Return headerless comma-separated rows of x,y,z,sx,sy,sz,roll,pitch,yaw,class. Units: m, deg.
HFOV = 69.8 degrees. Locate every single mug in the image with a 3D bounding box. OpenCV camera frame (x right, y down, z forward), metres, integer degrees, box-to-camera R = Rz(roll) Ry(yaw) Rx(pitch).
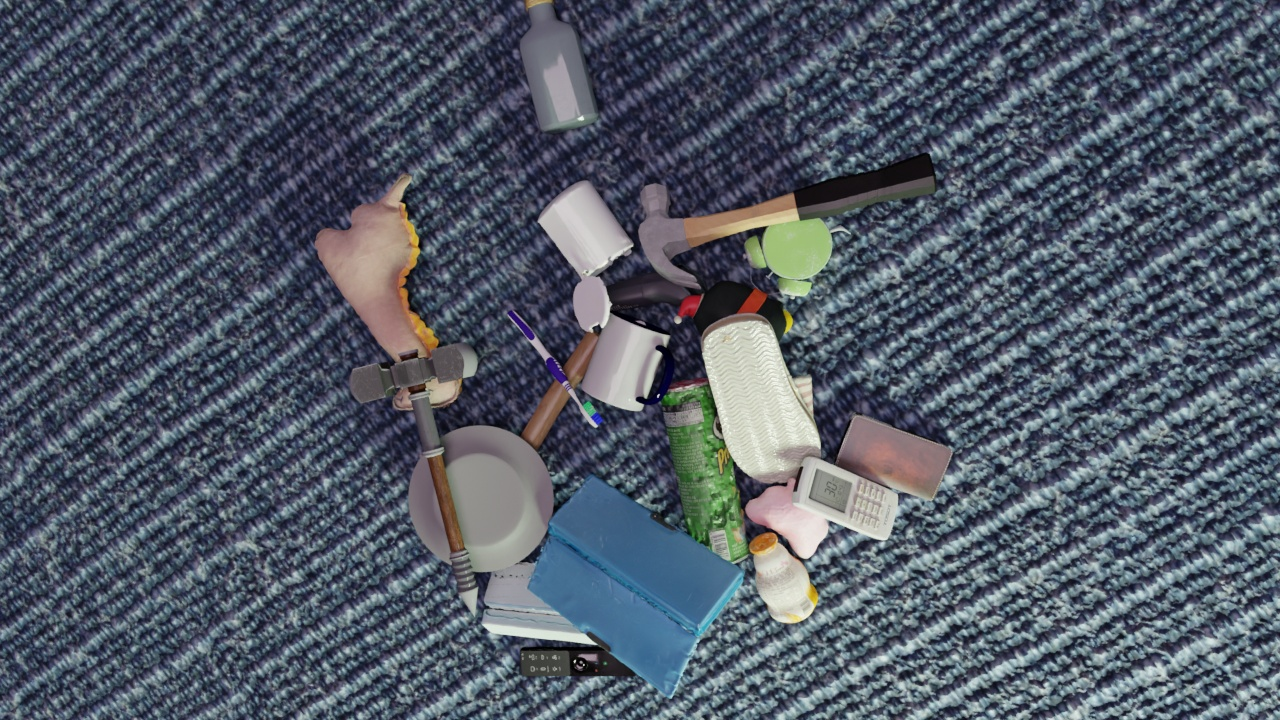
-0.006,0.006,1.076,0.112,0.078,0.097,28,101,40,mug

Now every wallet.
0.299,0.115,1.091,0.123,0.019,0.072,20,98,4,wallet

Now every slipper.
0.139,0.041,1.035,0.115,0.052,0.263,-17,130,11,slipper

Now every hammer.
0.159,-0.168,1.025,0.329,0.039,0.131,-12,67,14,hammer
-0.139,0.104,1.133,0.098,0.052,0.328,32,96,2,hammer
-0.236,0.145,1.088,0.156,0.043,0.322,-14,91,4,hammer

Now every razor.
0.007,-0.081,1.095,0.143,0.047,0.052,-11,70,11,razor

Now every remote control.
-0.080,0.384,1.170,0.150,0.013,0.034,-2,96,7,remote control
0.240,0.162,1.072,0.138,0.025,0.060,24,74,-19,remote control

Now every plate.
-0.194,0.168,1.110,0.178,0.012,0.178,0,91,3,plate

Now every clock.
0.176,-0.129,1.068,0.094,0.042,0.119,40,100,2,clock

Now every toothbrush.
-0.104,0.007,1.105,0.016,0.015,0.186,-39,72,1,toothbrush

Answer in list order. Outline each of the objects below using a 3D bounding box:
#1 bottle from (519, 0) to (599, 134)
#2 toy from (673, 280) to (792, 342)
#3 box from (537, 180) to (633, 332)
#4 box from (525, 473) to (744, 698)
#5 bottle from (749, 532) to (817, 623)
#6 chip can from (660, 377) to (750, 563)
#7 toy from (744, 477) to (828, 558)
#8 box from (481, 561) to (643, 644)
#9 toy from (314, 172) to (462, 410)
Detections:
-0.102,-0.353,1.074,0.072,0.046,0.161,-14,94,8,bottle
0.108,-0.047,1.056,0.119,0.099,0.097,39,100,0,toy
-0.062,-0.121,1.067,0.160,0.118,0.085,52,137,-3,box
-0.016,0.253,1.063,0.232,0.066,0.173,28,82,27,box
0.166,0.257,1.092,0.063,0.063,0.108,-24,108,9,bottle
0.077,0.134,1.094,0.075,0.075,0.223,-11,96,8,chip can
0.186,0.178,1.096,0.102,0.050,0.093,34,97,-7,toy
-0.093,0.299,1.147,0.199,0.086,0.096,3,66,5,box
-0.284,-0.072,1.119,0.196,0.065,0.264,-36,93,14,toy
